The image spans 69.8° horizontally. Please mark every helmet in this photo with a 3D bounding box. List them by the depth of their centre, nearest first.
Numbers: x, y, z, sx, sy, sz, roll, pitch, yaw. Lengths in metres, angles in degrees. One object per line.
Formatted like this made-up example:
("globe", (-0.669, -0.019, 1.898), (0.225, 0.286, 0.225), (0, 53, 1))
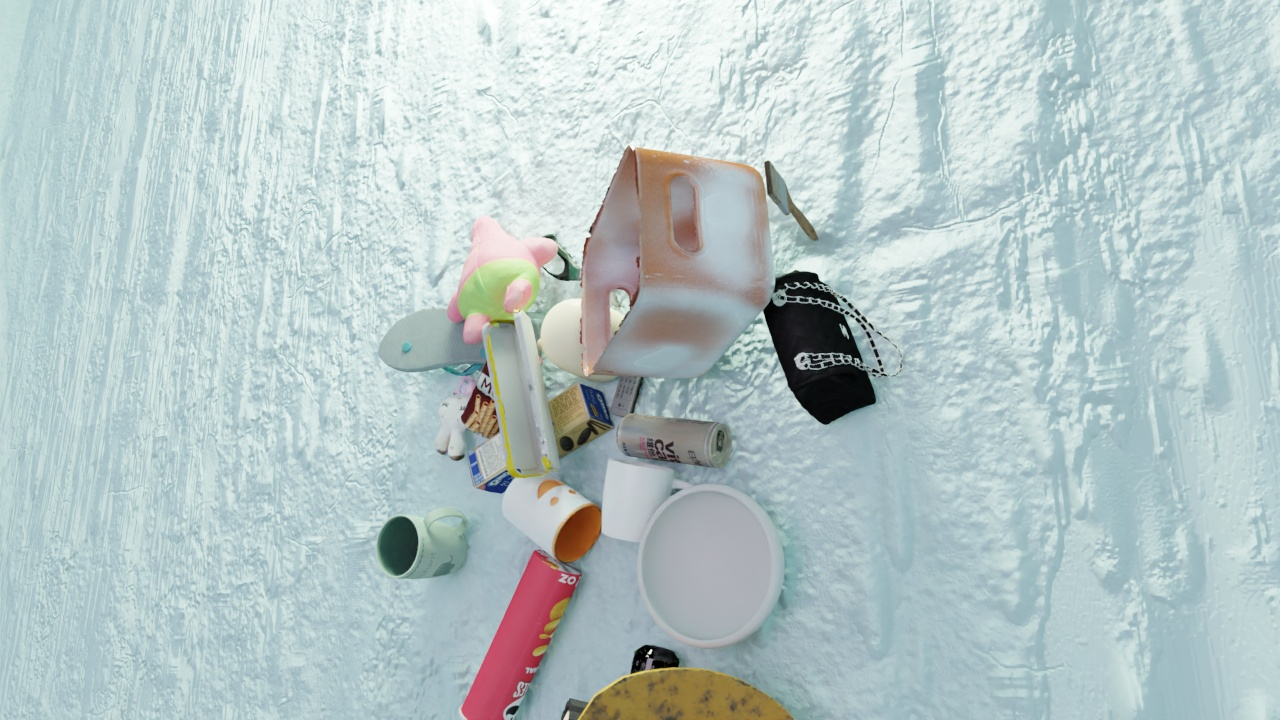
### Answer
("helmet", (0.040, 0.409, 0.944), (0.255, 0.131, 0.205), (16, 83, -7))

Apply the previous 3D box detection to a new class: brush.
("brush", (0.173, -0.169, 1.034), (0.008, 0.143, 0.045), (-16, 60, 27))

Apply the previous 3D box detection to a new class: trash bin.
("trash bin", (0.034, -0.098, 1.027), (0.260, 0.157, 0.181), (123, 148, -62))

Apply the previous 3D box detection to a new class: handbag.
("handbag", (0.201, -0.025, 0.985), (0.115, 0.125, 0.153), (-25, 64, 25))

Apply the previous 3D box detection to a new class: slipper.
("slipper", (-0.256, -0.027, 1.341), (0.269, 0.054, 0.098), (-1, 73, 22))

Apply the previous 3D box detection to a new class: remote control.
("remote control", (-0.007, 0.007, 1.180), (0.033, 0.013, 0.136), (11, 83, 35))

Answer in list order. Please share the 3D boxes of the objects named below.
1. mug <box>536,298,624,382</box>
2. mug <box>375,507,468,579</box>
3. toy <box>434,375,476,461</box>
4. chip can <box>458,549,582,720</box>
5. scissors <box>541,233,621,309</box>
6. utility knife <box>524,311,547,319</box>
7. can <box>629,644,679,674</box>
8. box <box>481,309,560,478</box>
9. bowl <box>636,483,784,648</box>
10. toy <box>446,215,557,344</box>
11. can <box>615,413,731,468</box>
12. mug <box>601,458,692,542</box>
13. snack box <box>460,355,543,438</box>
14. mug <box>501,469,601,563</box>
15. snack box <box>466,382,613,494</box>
("mug", (-0.084, -0.027, 1.181), (0.120, 0.099, 0.096), (-17, 63, 38))
("mug", (-0.282, 0.243, 1.238), (0.111, 0.104, 0.084), (-50, 56, 12))
("toy", (-0.261, 0.081, 1.313), (0.079, 0.038, 0.122), (5, 77, 41))
("chip can", (-0.148, 0.349, 1.142), (0.069, 0.069, 0.220), (25, 91, 36))
("scissors", (-0.061, -0.154, 1.263), (0.204, 0.015, 0.201), (-50, 55, 9))
("utility knife", (-0.189, -0.071, 1.324), (0.177, 0.015, 0.022), (4, 78, 32))
("can", (0.007, 0.394, 1.035), (0.054, 0.054, 0.137), (7, 80, 34))
("box", (-0.144, 0.042, 1.152), (0.070, 0.067, 0.210), (-19, 74, 24))
("bowl", (0.086, 0.229, 1.023), (0.177, 0.066, 0.176), (-10, 71, 31))
("toy", (-0.205, -0.123, 1.292), (0.192, 0.097, 0.236), (-32, 44, 14))
("can", (0.038, 0.095, 1.101), (0.136, 0.054, 0.054), (4, 79, 34))
("mug", (0.011, 0.170, 1.093), (0.114, 0.081, 0.087), (10, 88, 4))
("snack box", (-0.189, 0.039, 1.243), (0.072, 0.072, 0.121), (39, 110, 35))
("mug", (-0.111, 0.193, 1.154), (0.105, 0.082, 0.082), (29, 93, 36))
("snack box", (-0.135, 0.106, 1.212), (0.207, 0.057, 0.056), (-32, 60, 23))
